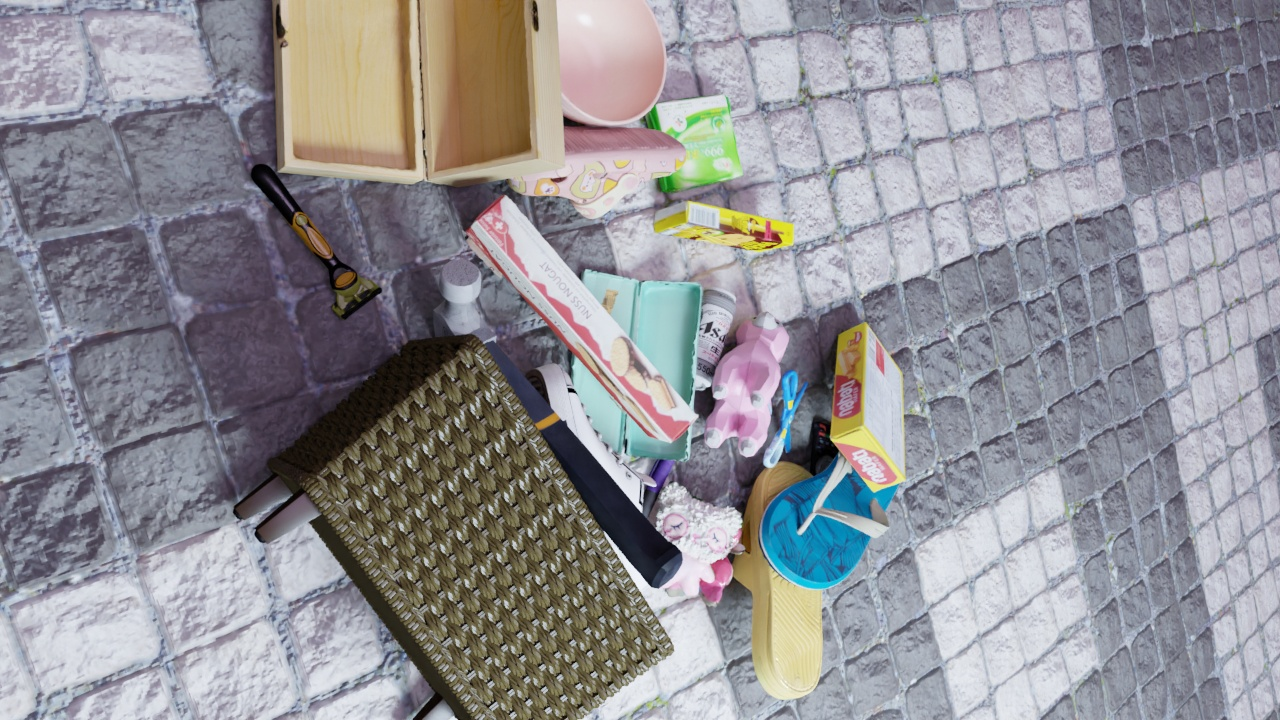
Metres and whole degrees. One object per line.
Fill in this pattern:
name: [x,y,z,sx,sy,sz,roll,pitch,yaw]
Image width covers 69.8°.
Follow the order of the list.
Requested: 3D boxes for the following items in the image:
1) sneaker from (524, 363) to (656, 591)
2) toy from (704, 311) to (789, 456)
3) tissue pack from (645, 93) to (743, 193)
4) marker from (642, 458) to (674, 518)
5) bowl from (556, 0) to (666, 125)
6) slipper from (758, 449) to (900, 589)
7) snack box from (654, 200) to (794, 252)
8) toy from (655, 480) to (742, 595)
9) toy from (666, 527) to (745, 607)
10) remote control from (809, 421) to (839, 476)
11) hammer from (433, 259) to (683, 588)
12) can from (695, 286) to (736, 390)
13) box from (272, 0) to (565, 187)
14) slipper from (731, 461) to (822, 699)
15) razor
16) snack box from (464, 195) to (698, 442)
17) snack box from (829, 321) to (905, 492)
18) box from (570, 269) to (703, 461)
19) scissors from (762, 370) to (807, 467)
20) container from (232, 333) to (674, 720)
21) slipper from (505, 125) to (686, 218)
sneaker: [-0.035,0.112,0.882,0.097,0.091,0.245,-24,98,-26]
toy: [0.118,0.023,0.996,0.157,0.067,0.123,-57,157,-55]
tissue pack: [0.058,-0.239,1.002,0.113,0.034,0.099,-18,99,-31]
marker: [0.004,0.150,0.957,0.018,0.015,0.133,31,71,-12]
bowl: [-0.056,-0.299,0.904,0.152,0.076,0.153,2,87,-34]
slipper: [0.237,0.157,1.030,0.293,0.060,0.118,-34,91,-46]
snack box: [0.093,-0.145,1.002,0.148,0.061,0.025,6,85,-33]
toy: [0.052,0.187,0.943,0.095,0.041,0.108,21,73,-1]
toy: [0.074,0.214,0.980,0.102,0.065,0.050,-65,152,-21]
remote control: [0.216,0.145,1.093,0.045,0.021,0.140,18,73,-34]
hammer: [-0.075,0.061,0.774,0.035,0.140,0.312,-31,65,-31]
can: [0.070,-0.024,0.991,0.044,0.044,0.106,28,73,-29]
box: [-0.193,-0.285,0.806,0.252,0.119,0.247,-2,88,-10]
slipper: [0.146,0.235,1.005,0.099,0.079,0.262,25,52,-29]
razor: [-0.281,-0.105,0.782,0.044,0.021,0.144,-43,108,-27]
snack box: [-0.057,-0.033,0.863,0.044,0.077,0.273,-44,102,-13]
snack box: [0.265,0.050,1.061,0.092,0.042,0.200,49,33,-22]
box: [-0.007,0.006,0.944,0.138,0.055,0.187,7,84,-5]
scissors: [0.165,0.066,1.032,0.126,0.013,0.125,-52,146,-33]
container: [-0.160,0.169,0.758,0.204,0.177,0.321,-38,108,-25]
slipper: [-0.049,-0.184,0.906,0.197,0.093,0.082,-11,126,-26]
